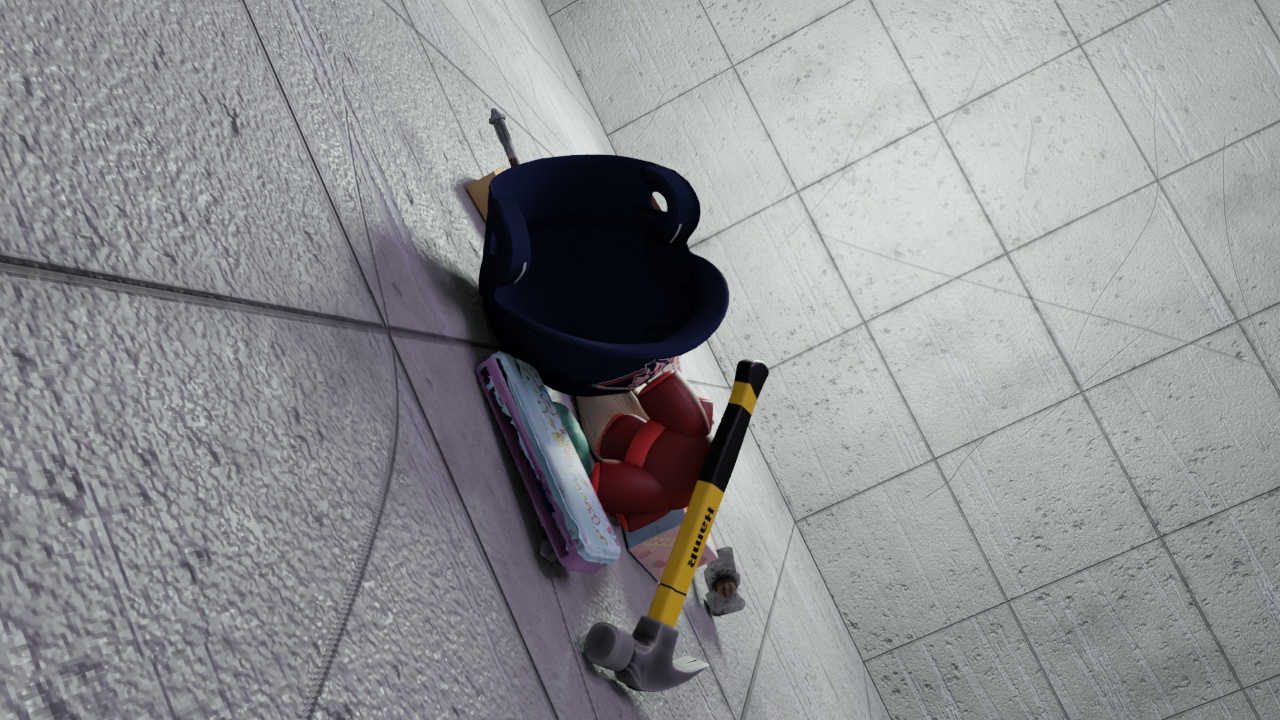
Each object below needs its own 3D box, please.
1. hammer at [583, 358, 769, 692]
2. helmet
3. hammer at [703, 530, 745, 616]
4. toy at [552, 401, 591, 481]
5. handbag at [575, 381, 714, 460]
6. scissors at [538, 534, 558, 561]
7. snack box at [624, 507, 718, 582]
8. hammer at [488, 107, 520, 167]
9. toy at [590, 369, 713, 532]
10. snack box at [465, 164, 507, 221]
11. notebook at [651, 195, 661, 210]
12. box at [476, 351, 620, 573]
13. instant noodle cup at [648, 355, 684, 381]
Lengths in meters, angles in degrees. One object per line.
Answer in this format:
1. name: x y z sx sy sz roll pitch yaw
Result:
1. hammer: 0.057 0.146 0.849 0.170 0.034 0.324 42 65 -50
2. helmet: -0.039 -0.064 0.925 0.272 0.231 0.223 37 -44 46
3. hammer: 0.085 0.228 1.347 0.318 0.049 0.122 -111 -171 -58
4. toy: -0.076 0.087 0.917 0.085 0.033 0.105 -23 93 -78
5. handbag: 0.010 0.059 1.174 0.184 0.132 0.229 58 9 27
6. scissors: -0.068 0.154 0.828 0.136 0.019 0.137 51 16 -44
7. snack box: 0.030 0.190 1.074 0.095 0.079 0.093 54 13 -43
8. hammer: -0.115 -0.149 1.081 0.044 0.098 0.322 -7 75 -80
9. toy: 0.014 0.101 0.954 0.120 0.158 0.197 28 -10 2
10. snack box: -0.161 -0.176 1.151 0.126 0.040 0.088 61 9 -15
11. notebook: -0.034 -0.113 1.230 0.024 0.225 0.167 20 -22 40
12. box: -0.082 0.086 0.815 0.214 0.033 0.076 62 12 25
13. instant noodle cup: 0.014 0.010 1.411 0.123 0.124 0.122 -90 161 -70
